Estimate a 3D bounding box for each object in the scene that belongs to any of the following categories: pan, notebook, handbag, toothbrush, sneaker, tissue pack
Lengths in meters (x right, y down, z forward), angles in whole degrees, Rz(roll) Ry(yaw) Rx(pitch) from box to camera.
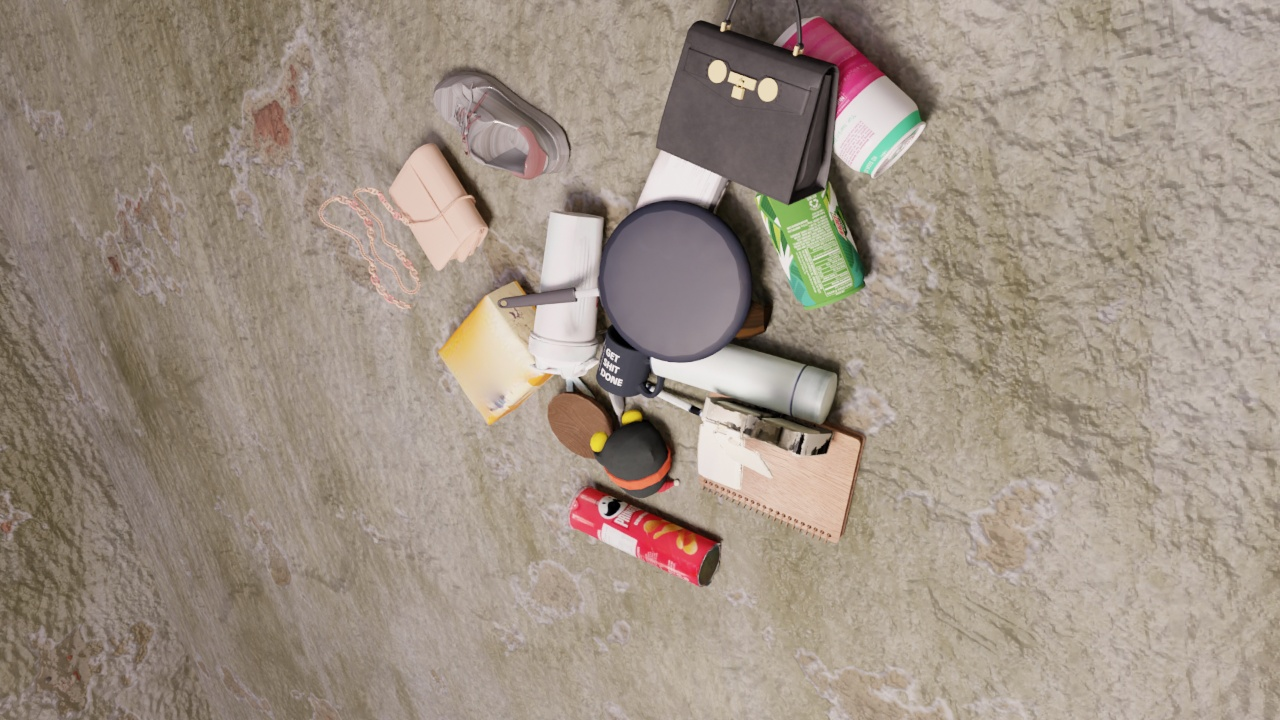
[{"bbox_3d":[-0.033,-0.087,1.145,0.357,0.021,0.199,-4,102,26],"label":"pan"},{"bbox_3d":[0.179,0.137,1.207,0.211,0.022,0.169,21,121,28],"label":"notebook"},{"bbox_3d":[0.117,-0.286,0.926,0.176,0.072,0.196,31,130,30],"label":"handbag"},{"bbox_3d":[-0.037,0.046,1.324,0.022,0.024,0.186,-133,30,-70],"label":"toothbrush"},{"bbox_3d":[0.066,0.065,1.238,0.187,0.017,0.012,25,124,38],"label":"toothbrush"},{"bbox_3d":[-0.326,-0.198,1.316,0.198,0.186,0.117,57,139,7],"label":"handbag"},{"bbox_3d":[-0.210,-0.316,1.239,0.236,0.089,0.099,32,126,21],"label":"sneaker"},{"bbox_3d":[0.061,-0.230,1.103,0.104,0.071,0.182,28,128,5],"label":"tissue pack"}]

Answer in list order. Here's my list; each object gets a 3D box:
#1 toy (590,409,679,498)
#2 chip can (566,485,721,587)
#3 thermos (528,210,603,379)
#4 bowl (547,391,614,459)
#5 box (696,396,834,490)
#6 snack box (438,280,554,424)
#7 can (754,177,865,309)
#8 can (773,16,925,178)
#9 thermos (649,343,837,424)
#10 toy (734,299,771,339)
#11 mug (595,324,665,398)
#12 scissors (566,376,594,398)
[{"bbox_3d":[-0.003,0.147,1.302,0.100,0.097,0.119,30,145,46],"label":"toy"},{"bbox_3d":[0.004,0.259,1.360,0.233,0.073,0.073,19,121,28],"label":"chip can"},{"bbox_3d":[-0.096,-0.087,1.237,0.099,0.099,0.220,15,106,31],"label":"thermos"},{"bbox_3d":[-0.083,0.091,1.367,0.118,0.030,0.118,19,130,24],"label":"bowl"},{"bbox_3d":[0.118,0.110,1.082,0.144,0.193,0.101,19,98,35],"label":"box"},{"bbox_3d":[-0.213,-0.004,1.381,0.145,0.080,0.196,54,138,3],"label":"snack box"},{"bbox_3d":[0.192,-0.137,1.028,0.083,0.082,0.144,-17,100,40],"label":"can"},{"bbox_3d":[0.208,-0.272,0.949,0.166,0.088,0.088,47,130,10],"label":"can"},{"bbox_3d":[0.126,0.017,1.144,0.230,0.067,0.068,18,120,23],"label":"thermos"},{"bbox_3d":[0.111,-0.060,1.140,0.100,0.062,0.076,9,153,18],"label":"toy"},{"bbox_3d":[-0.007,0.007,1.246,0.105,0.071,0.078,39,130,31],"label":"mug"},{"bbox_3d":[-0.107,-0.004,1.359,0.172,0.014,0.159,50,132,8],"label":"scissors"}]
